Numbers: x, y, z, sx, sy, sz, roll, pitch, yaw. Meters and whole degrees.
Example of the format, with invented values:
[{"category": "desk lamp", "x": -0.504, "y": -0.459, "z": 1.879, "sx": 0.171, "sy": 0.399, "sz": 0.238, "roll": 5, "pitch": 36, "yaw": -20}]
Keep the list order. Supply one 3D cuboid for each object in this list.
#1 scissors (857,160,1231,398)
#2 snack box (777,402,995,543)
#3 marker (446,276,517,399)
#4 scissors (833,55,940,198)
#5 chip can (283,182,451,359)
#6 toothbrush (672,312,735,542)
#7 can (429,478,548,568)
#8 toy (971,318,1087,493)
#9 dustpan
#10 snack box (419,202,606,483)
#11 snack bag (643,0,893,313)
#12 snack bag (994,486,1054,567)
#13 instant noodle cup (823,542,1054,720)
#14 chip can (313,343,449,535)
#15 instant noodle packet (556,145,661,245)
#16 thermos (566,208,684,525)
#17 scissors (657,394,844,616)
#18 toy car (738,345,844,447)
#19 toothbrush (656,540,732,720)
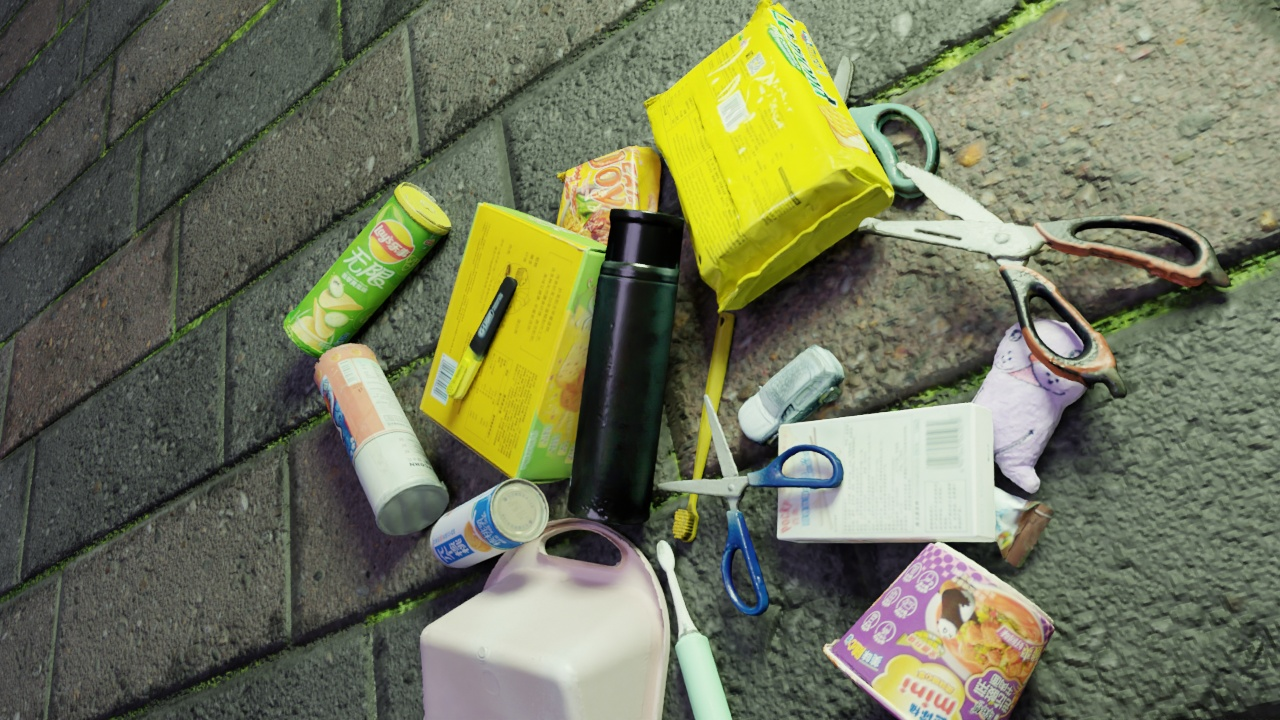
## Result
[{"category": "scissors", "x": 0.256, "y": -0.067, "z": 0.594, "sx": 0.189, "sy": 0.015, "sz": 0.226, "roll": -20, "pitch": 62, "yaw": 6}, {"category": "snack box", "x": 0.161, "y": 0.080, "z": 0.621, "sx": 0.157, "sy": 0.026, "sz": 0.084, "roll": -13, "pitch": 68, "yaw": 48}, {"category": "marker", "x": -0.137, "y": -0.019, "z": 0.788, "sx": 0.018, "sy": 0.015, "sz": 0.124, "roll": 41, "pitch": 112, "yaw": 30}, {"category": "scissors", "x": 0.149, "y": -0.160, "z": 0.746, "sx": 0.181, "sy": 0.019, "sz": 0.170, "roll": -45, "pitch": 55, "yaw": 16}, {"category": "chip can", "x": -0.305, "y": -0.094, "z": 1.017, "sx": 0.222, "sy": 0.072, "sz": 0.072, "roll": -44, "pitch": 53, "yaw": 15}, {"category": "toothbrush", "x": 0.052, "y": 0.051, "z": 0.741, "sx": 0.016, "sy": 0.016, "sz": 0.190, "roll": 3, "pitch": 75, "yaw": 37}, {"category": "can", "x": -0.134, "y": 0.144, "z": 0.792, "sx": 0.135, "sy": 0.053, "sz": 0.053, "roll": -32, "pitch": 54, "yaw": 50}, {"category": "toy", "x": 0.247, "y": 0.021, "z": 0.596, "sx": 0.084, "sy": 0.039, "sz": 0.108, "roll": 33, "pitch": 95, "yaw": 37}, {"category": "dustpan", "x": -0.066, "y": 0.280, "z": 0.750, "sx": 0.223, "sy": 0.138, "sz": 0.273, "roll": 4, "pitch": 104, "yaw": 36}, {"category": "snack box", "x": -0.102, "y": -0.018, "z": 0.816, "sx": 0.158, "sy": 0.070, "sz": 0.210, "roll": 28, "pitch": 105, "yaw": 39}, {"category": "snack bag", "x": 0.090, "y": -0.173, "z": 0.742, "sx": 0.158, "sy": 0.068, "sz": 0.246, "roll": -35, "pitch": 53, "yaw": 26}, {"category": "snack bag", "x": 0.214, "y": 0.089, "z": 0.604, "sx": 0.104, "sy": 0.026, "sz": 0.048, "roll": 38, "pitch": 111, "yaw": 40}, {"category": "instant noodle cup", "x": 0.183, "y": 0.171, "z": 0.550, "sx": 0.111, "sy": 0.111, "sz": 0.099, "roll": 35, "pitch": 88, "yaw": 39}, {"category": "chip can", "x": -0.267, "y": 0.074, "z": 0.929, "sx": 0.071, "sy": 0.071, "sz": 0.214, "roll": -47, "pitch": 52, "yaw": 13}, {"category": "instant noodle packet", "x": -0.033, "y": -0.133, "z": 0.853, "sx": 0.111, "sy": 0.044, "sz": 0.128, "roll": -11, "pitch": 67, "yaw": 30}, {"category": "thermos", "x": -0.004, "y": 0.004, "z": 0.739, "sx": 0.068, "sy": 0.089, "sz": 0.242, "roll": 11, "pitch": 95, "yaw": 25}, {"category": "scissors", "x": 0.077, "y": 0.097, "z": 0.674, "sx": 0.163, "sy": 0.012, "sz": 0.172, "roll": -33, "pitch": 59, "yaw": 36}, {"category": "toy car", "x": 0.112, "y": 0.027, "z": 0.696, "sx": 0.091, "sy": 0.034, "sz": 0.043, "roll": -43, "pitch": 57, "yaw": 17}, {"category": "toothbrush", "x": 0.045, "y": 0.237, "z": 0.672, "sx": 0.026, "sy": 0.027, "sz": 0.224, "roll": -13, "pitch": 61, "yaw": -8}]
